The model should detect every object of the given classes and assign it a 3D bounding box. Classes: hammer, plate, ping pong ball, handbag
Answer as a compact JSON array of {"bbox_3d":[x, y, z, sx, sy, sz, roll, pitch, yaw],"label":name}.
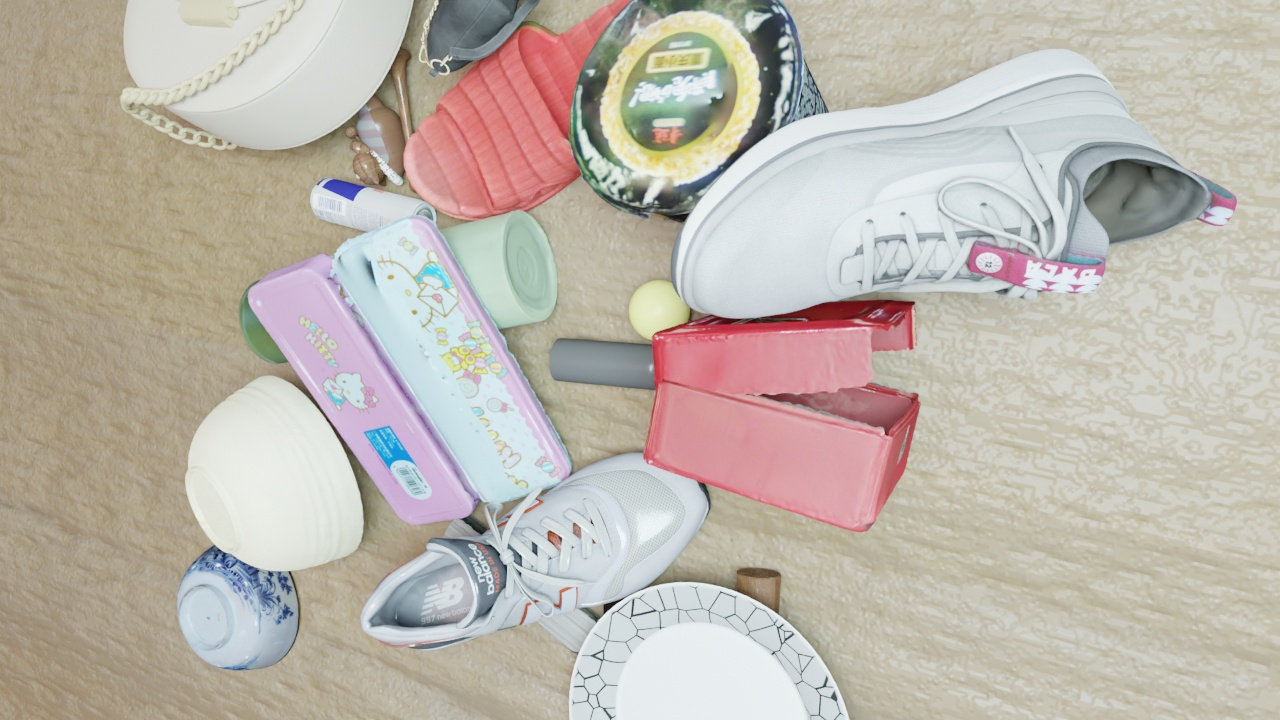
[{"bbox_3d":[0.077,0.297,0.595,0.115,0.033,0.323,1,93,23],"label":"hammer"},{"bbox_3d":[0.042,0.233,0.581,0.189,0.016,0.188,1,93,25],"label":"plate"},{"bbox_3d":[0.012,-0.032,0.596,0.040,0.040,0.040,1,93,22],"label":"ping pong ball"},{"bbox_3d":[-0.260,-0.256,0.655,0.211,0.103,0.208,13,83,26],"label":"handbag"},{"bbox_3d":[-0.106,-0.235,0.604,0.054,0.128,0.079,33,130,-26],"label":"handbag"}]

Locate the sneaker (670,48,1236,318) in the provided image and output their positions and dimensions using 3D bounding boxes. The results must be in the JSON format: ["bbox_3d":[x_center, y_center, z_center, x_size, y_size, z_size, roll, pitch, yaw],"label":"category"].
[{"bbox_3d":[0.146,-0.064,0.444,0.263,0.097,0.128,-20,44,-11],"label":"sneaker"}]

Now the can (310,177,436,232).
[{"bbox_3d":[-0.199,-0.111,0.679,0.095,0.032,0.032,16,99,20],"label":"can"}]

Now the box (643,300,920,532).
[{"bbox_3d":[0.085,0.024,0.510,0.134,0.157,0.110,4,99,23],"label":"box"}]

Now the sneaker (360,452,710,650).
[{"bbox_3d":[-0.075,0.130,0.582,0.240,0.124,0.089,-28,76,14],"label":"sneaker"}]

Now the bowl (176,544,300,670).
[{"bbox_3d":[-0.337,0.203,0.746,0.114,0.045,0.114,1,93,22],"label":"bowl"}]

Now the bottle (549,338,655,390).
[{"bbox_3d":[-0.004,0.004,0.609,0.113,0.030,0.030,5,95,21],"label":"bottle"}]

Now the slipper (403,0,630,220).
[{"bbox_3d":[-0.058,-0.172,0.604,0.249,0.059,0.103,-26,87,18],"label":"slipper"}]

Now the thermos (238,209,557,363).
[{"bbox_3d":[-0.178,-0.042,0.650,0.232,0.082,0.082,-9,90,21],"label":"thermos"}]

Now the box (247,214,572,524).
[{"bbox_3d":[-0.152,0.016,0.619,0.151,0.034,0.214,-18,116,20],"label":"box"}]

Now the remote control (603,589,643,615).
[{"bbox_3d":[-0.008,0.232,0.633,0.034,0.013,0.150,1,93,22],"label":"remote control"}]

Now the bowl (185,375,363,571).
[{"bbox_3d":[-0.279,0.093,0.670,0.151,0.075,0.151,21,123,35],"label":"bowl"}]

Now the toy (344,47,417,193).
[{"bbox_3d":[-0.188,-0.171,0.668,0.055,0.041,0.102,-7,99,-1],"label":"toy"}]

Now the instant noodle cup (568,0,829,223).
[{"bbox_3d":[0.047,-0.133,0.529,0.137,0.112,0.137,-6,78,31],"label":"instant noodle cup"}]

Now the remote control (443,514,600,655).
[{"bbox_3d":[-0.087,0.159,0.661,0.136,0.013,0.033,34,104,16],"label":"remote control"}]
